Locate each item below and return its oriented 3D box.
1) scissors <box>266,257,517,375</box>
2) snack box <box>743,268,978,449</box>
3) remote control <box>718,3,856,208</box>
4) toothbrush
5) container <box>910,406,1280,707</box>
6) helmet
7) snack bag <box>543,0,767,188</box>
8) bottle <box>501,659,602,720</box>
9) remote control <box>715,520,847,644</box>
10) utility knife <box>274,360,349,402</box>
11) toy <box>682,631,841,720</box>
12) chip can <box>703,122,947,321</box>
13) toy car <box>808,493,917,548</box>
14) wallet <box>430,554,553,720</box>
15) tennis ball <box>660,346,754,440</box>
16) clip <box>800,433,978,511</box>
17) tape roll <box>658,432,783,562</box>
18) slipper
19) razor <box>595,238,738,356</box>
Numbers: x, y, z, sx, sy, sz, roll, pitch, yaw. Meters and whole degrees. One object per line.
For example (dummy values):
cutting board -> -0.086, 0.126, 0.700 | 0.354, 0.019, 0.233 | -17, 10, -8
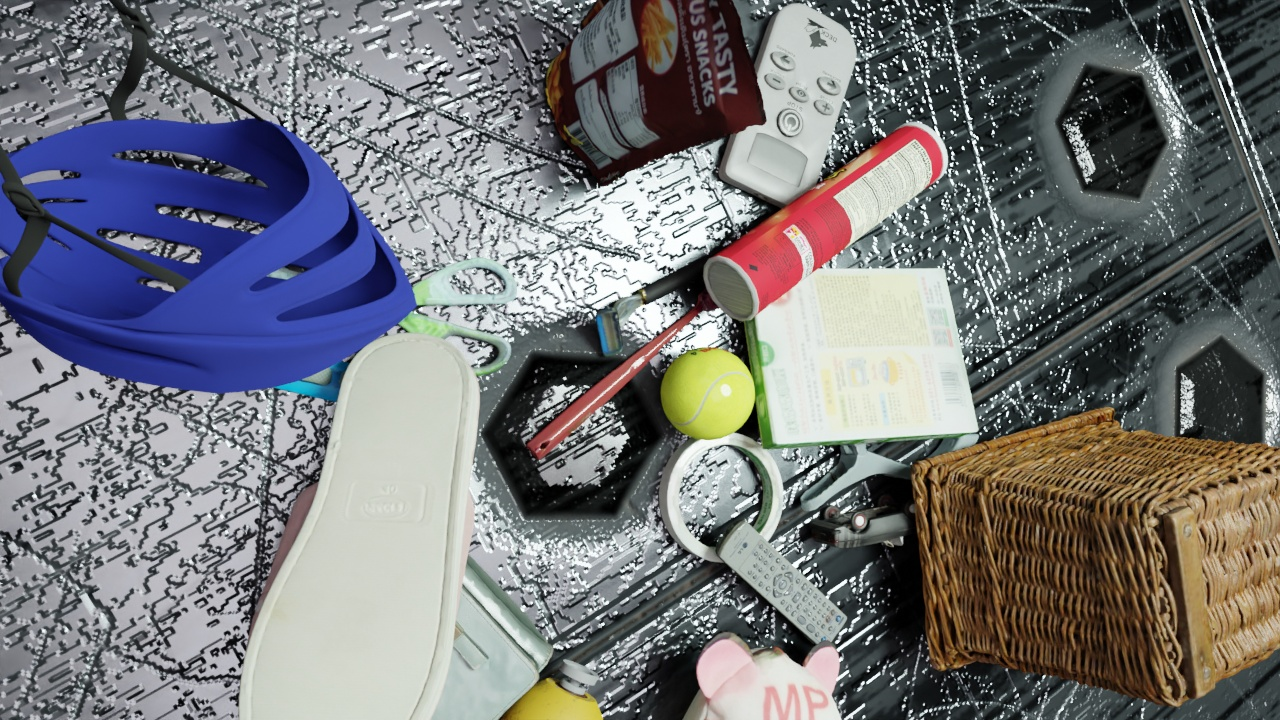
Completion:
scissors -> -0.165, -0.027, 0.592 | 0.175, 0.032, 0.093 | -2, 91, -15
snack box -> 0.162, -0.004, 0.683 | 0.168, 0.027, 0.131 | -2, 75, -17
remote control -> 0.115, -0.193, 0.693 | 0.074, 0.019, 0.151 | 21, 82, -18
toothbrush -> -0.004, 0.004, 0.647 | 0.189, 0.016, 0.016 | -41, 105, -16
container -> 0.356, 0.136, 0.668 | 0.249, 0.183, 0.162 | -10, 94, -31
helmet -> -0.239, -0.087, 0.458 | 0.241, 0.228, 0.147 | 7, 54, -4
snack bag -> 0.000, -0.182, 0.551 | 0.066, 0.208, 0.139 | -10, 92, -20
bottle -> -0.071, 0.276, 0.589 | 0.071, 0.071, 0.163 | 27, 80, -17
remote control -> 0.104, 0.165, 0.672 | 0.136, 0.013, 0.033 | 44, 79, -25
utility knife -> -0.198, 0.009, 0.579 | 0.185, 0.015, 0.031 | 15, 87, -20
toy -> 0.072, 0.295, 0.634 | 0.142, 0.084, 0.213 | 14, 86, -23
chip can -> 0.138, -0.104, 0.667 | 0.214, 0.052, 0.052 | -36, 101, -25
toy car -> 0.176, 0.126, 0.696 | 0.092, 0.040, 0.037 | -7, 92, -22
wallet -> -0.131, 0.174, 0.583 | 0.100, 0.054, 0.131 | -45, 98, -16
tennis ball -> 0.047, 0.023, 0.639 | 0.065, 0.065, 0.065 | 0, 89, -20
clip -> 0.184, 0.043, 0.711 | 0.163, 0.028, 0.115 | -15, 92, -20
tape roll -> 0.059, 0.099, 0.668 | 0.093, 0.018, 0.094 | 1, 88, -20
slipper -> -0.152, 0.110, 0.530 | 0.114, 0.054, 0.273 | 9, 62, -1
razor -> 0.025, -0.055, 0.659 | 0.144, 0.022, 0.043 | -33, 142, -22
